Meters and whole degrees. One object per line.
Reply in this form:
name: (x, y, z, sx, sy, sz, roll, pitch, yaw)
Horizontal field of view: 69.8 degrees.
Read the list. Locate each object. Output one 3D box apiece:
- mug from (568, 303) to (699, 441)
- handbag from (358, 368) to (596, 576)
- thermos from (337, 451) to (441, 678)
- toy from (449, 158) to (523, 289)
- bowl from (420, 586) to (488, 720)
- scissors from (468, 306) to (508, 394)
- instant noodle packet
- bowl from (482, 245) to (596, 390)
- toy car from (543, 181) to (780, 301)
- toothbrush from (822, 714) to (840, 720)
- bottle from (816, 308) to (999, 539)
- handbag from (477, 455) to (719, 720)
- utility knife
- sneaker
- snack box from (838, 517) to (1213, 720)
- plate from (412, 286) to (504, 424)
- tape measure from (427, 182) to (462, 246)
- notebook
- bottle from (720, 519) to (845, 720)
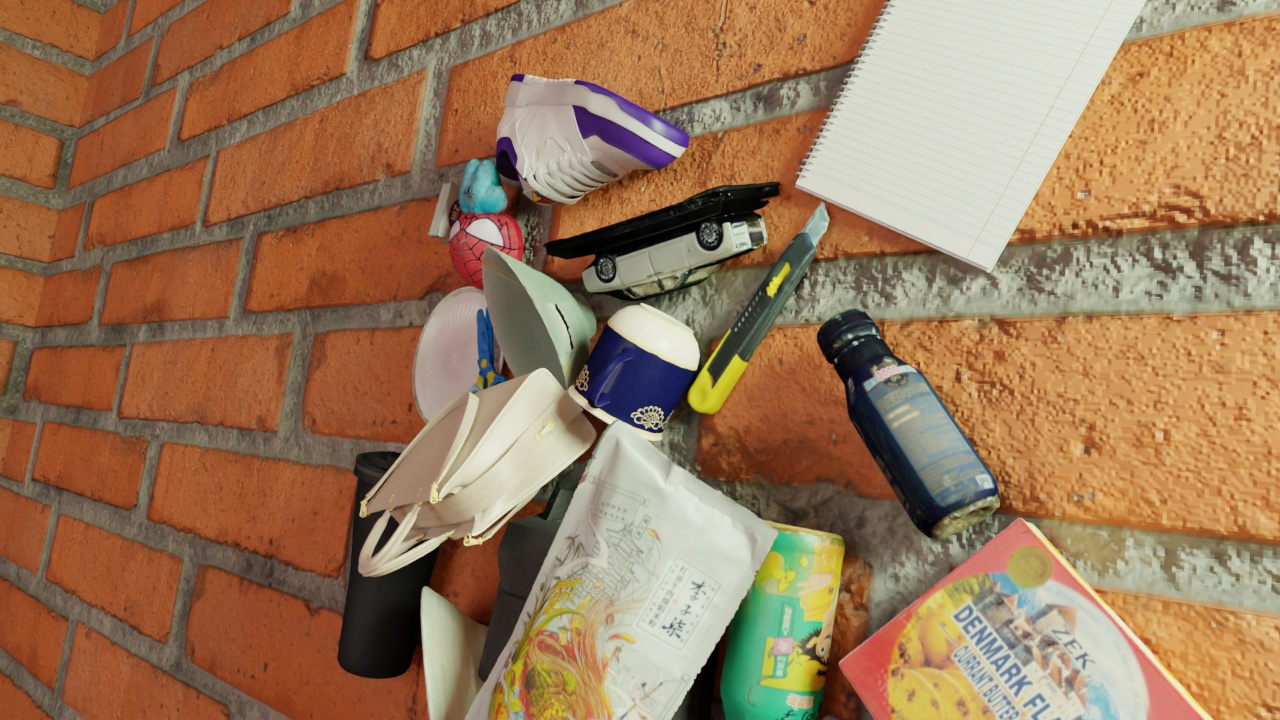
mug: (-0.004, 0.004, 0.727, 0.086, 0.111, 0.089, 31, 99, 19)
handbag: (-0.161, 0.108, 0.770, 0.195, 0.101, 0.197, -19, 23, 52)
thermos: (-0.246, 0.197, 0.914, 0.106, 0.105, 0.218, 14, 94, 44)
toy: (-0.157, -0.135, 0.923, 0.092, 0.062, 0.133, 10, 112, 38)
bowl: (-0.151, 0.281, 0.798, 0.177, 0.057, 0.176, 173, 91, -80)
scissors: (-0.148, 0.003, 0.907, 0.071, 0.022, 0.130, -15, 66, 41)
instant noodle packet: (-0.030, 0.189, 0.615, 0.147, 0.057, 0.269, 32, 100, 30)
bowl: (-0.079, -0.032, 0.826, 0.174, 0.067, 0.174, 51, 154, 36)
toy car: (0.021, -0.091, 0.757, 0.192, 0.093, 0.071, -12, 96, 39)
toothbrush: (0.187, 0.262, 0.543, 0.188, 0.018, 0.019, 17, 85, 44)
bottle: (0.167, 0.036, 0.593, 0.056, 0.056, 0.160, -44, 53, 26)
handbag: (-0.030, 0.173, 0.710, 0.198, 0.102, 0.199, 1, 80, 43)
utility knife: (0.093, -0.038, 0.709, 0.029, 0.020, 0.188, 43, 108, 39)
sneaker: (-0.062, -0.192, 0.847, 0.244, 0.091, 0.111, 28, 100, 47)
snack box: (0.210, 0.189, 0.512, 0.145, 0.040, 0.142, -45, 51, 15)
plate: (-0.190, -0.001, 0.966, 0.157, 0.014, 0.156, -13, 70, 40)
tape measure: (-0.191, -0.149, 0.974, 0.020, 0.062, 0.060, 5, 77, 44)
notebook: (0.226, -0.205, 0.632, 0.178, 0.013, 0.246, 36, 104, 40)
bottle: (0.088, 0.214, 0.609, 0.068, 0.068, 0.209, 3, 80, 43)
